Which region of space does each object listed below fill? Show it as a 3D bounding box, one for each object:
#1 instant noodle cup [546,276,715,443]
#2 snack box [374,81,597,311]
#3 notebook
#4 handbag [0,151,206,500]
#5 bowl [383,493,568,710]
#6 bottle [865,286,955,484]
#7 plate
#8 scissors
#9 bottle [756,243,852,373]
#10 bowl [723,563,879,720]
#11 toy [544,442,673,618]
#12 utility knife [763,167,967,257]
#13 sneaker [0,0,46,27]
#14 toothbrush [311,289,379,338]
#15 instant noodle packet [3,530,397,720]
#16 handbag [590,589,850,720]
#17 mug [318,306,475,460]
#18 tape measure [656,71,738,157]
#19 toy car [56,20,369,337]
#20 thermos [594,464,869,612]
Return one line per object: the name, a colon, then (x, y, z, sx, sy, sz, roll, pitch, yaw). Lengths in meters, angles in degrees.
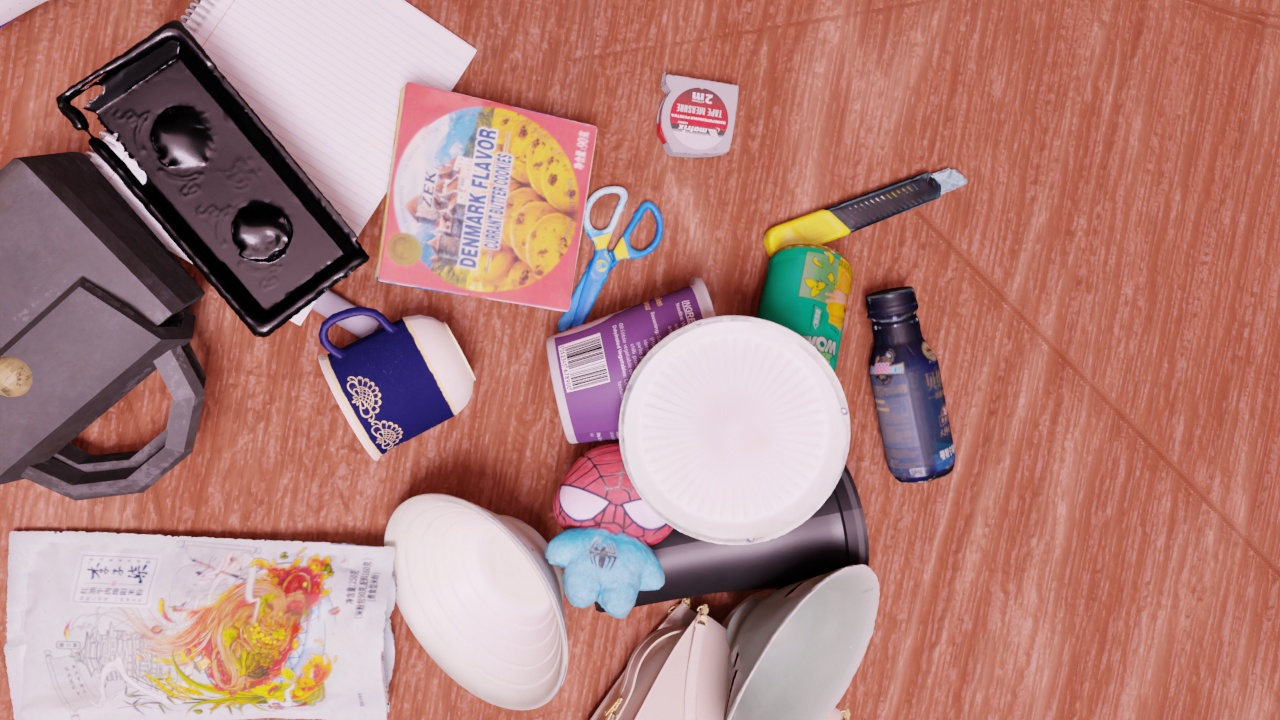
instant noodle cup: (-0.004, 0.004, 0.695, 0.122, 0.122, 0.136, -12, 52, -1)
snack box: (-0.114, -0.117, 0.682, 0.144, 0.040, 0.142, 8, 93, -20)
notebook: (-0.259, -0.176, 0.659, 0.178, 0.013, 0.245, 32, 82, -13)
handbag: (-0.385, 0.004, 0.598, 0.197, 0.102, 0.199, -39, 106, 5)
bowl: (-0.107, 0.166, 0.679, 0.057, 0.177, 0.177, -32, 102, -49)
bottle: (0.220, 0.020, 0.760, 0.056, 0.056, 0.161, -14, 96, -11)
plate: (0.063, 0.047, 0.626, 0.157, 0.014, 0.157, 0, 94, 3)
scissors: (-0.026, -0.073, 0.726, 0.070, 0.022, 0.130, 23, 85, -12)
bottle: (0.111, 0.015, 0.695, 0.068, 0.068, 0.209, 21, 67, -12)
bowl: (0.100, 0.212, 0.679, 0.173, 0.068, 0.174, -24, 128, -35)
toy: (-0.019, 0.114, 0.649, 0.092, 0.062, 0.132, 7, 51, 6)
utility knife: (0.190, -0.125, 0.763, 0.187, 0.020, 0.029, -20, 98, -9)
sneaker: (-0.344, -0.280, 0.606, 0.111, 0.092, 0.244, 43, 79, -9)
toothbrush: (-0.277, -0.071, 0.670, 0.188, 0.018, 0.019, 33, 85, -12)
instant noodle packet: (-0.317, 0.198, 0.665, 0.269, 0.057, 0.147, 2, 92, -7)
handbag: (0.079, 0.279, 0.739, 0.194, 0.101, 0.197, 38, 74, -12)
mug: (-0.175, 0.003, 0.658, 0.089, 0.085, 0.112, -28, 124, -11)
tape measure: (0.044, -0.192, 0.727, 0.060, 0.020, 0.062, 5, 93, -12)
toy car: (-0.276, -0.113, 0.612, 0.094, 0.071, 0.192, -41, 100, -13)
thermos: (0.066, 0.139, 0.718, 0.218, 0.106, 0.106, -10, 96, -6)
